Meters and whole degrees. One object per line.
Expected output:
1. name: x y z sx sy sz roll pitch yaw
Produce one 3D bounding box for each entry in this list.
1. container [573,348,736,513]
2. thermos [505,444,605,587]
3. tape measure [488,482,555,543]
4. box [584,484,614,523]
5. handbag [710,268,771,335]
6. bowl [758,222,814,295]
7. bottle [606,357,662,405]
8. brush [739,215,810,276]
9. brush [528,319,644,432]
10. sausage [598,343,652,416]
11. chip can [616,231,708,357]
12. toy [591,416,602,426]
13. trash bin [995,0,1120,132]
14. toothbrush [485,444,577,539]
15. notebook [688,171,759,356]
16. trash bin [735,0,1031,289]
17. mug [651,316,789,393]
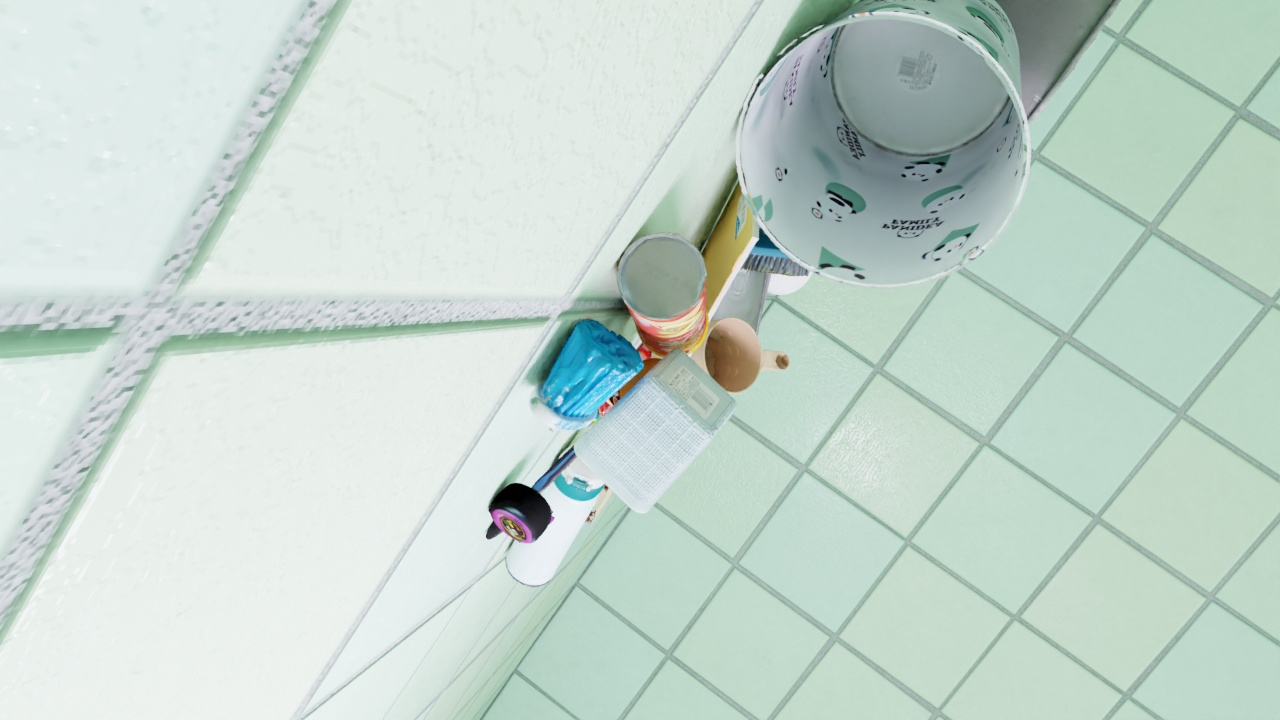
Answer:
1. container: 0.017 0.058 0.818 0.112 0.090 0.090 -49 176 32
2. thermos: -0.099 0.183 1.102 0.073 0.073 0.225 -46 168 -49
3. tape measure: -0.112 0.143 0.868 0.058 0.057 0.039 -26 -159 53
4. box: -0.046 0.148 1.223 0.091 0.077 0.169 -49 171 -39
5. handbag: 0.114 -0.062 1.219 0.197 0.098 0.144 86 24 -77
6. bowl: 0.177 -0.151 1.262 0.064 0.118 0.118 -1 131 -45
7. bottle: -0.005 0.031 0.948 0.066 0.067 0.150 -53 -163 -13
8. brush: 0.156 -0.142 1.086 0.143 0.055 0.074 2 126 -32
9. brush: -0.043 0.022 0.808 0.109 0.060 0.314 -50 176 8
10. sausage: -0.006 0.006 1.070 0.155 0.020 0.020 -53 172 -16
11. chip can: 0.023 -0.051 0.800 0.073 0.073 0.216 -54 171 -3
12. toy: -0.014 0.073 1.107 0.100 0.097 0.031 -27 -160 21
13. trash bin: 0.385 -0.378 1.035 0.198 0.220 0.199 -53 172 -4
14. toothbrush: -0.091 0.116 0.939 0.189 0.014 0.016 -45 174 3
15. notebook: 0.081 -0.105 0.942 0.207 0.010 0.145 116 -13 -50
16. trash bin: 0.233 -0.222 0.819 0.251 0.229 0.230 -54 174 -49
17. mug: 0.090 -0.002 1.052 0.104 0.124 0.084 -5 -99 56
